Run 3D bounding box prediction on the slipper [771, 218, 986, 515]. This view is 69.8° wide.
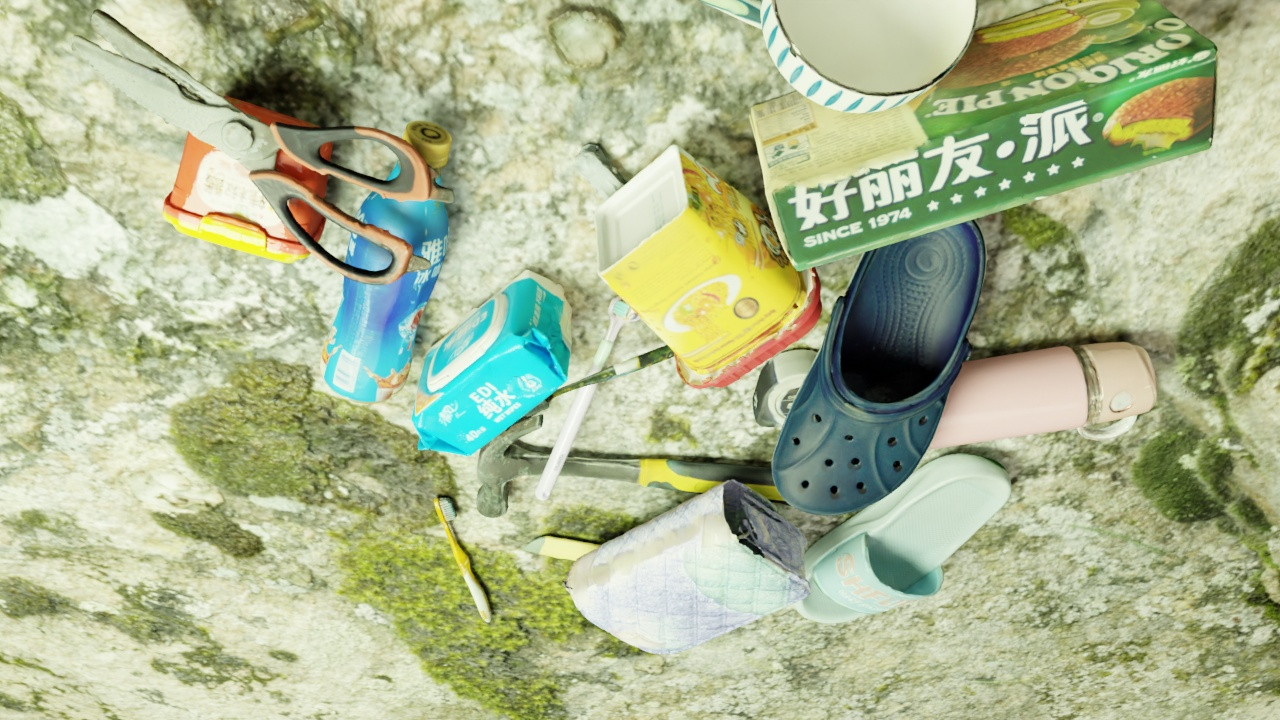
[{"bbox_3d":[0.173,0.010,0.646,0.105,0.095,0.253,23,109,9],"label":"slipper"}]

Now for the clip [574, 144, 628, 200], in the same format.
[{"bbox_3d":[-0.022,-0.121,0.620,0.026,0.041,0.058,-29,120,25],"label":"clip"}]

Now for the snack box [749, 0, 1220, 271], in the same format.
[{"bbox_3d":[0.190,-0.140,0.545,0.240,0.114,0.063,-16,128,12],"label":"snack box"}]

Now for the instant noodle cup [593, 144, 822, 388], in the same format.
[{"bbox_3d":[0.039,-0.064,0.601,0.116,0.116,0.123,-35,128,25],"label":"instant noodle cup"}]

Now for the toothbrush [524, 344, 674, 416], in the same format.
[{"bbox_3d":[-0.004,0.004,0.693,0.185,0.017,0.012,-21,110,-6],"label":"toothbrush"}]

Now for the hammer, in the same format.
[{"bbox_3d":[0.021,0.099,0.800,0.323,0.031,0.126,6,131,-6],"label":"hammer"}]

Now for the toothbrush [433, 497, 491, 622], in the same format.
[{"bbox_3d":[-0.168,0.197,0.892,0.018,0.016,0.192,-13,129,-2],"label":"toothbrush"}]

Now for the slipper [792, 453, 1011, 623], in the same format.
[{"bbox_3d":[0.242,0.179,0.845,0.104,0.074,0.246,26,124,-22],"label":"slipper"}]

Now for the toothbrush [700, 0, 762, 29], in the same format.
[{"bbox_3d":[0.034,-0.216,0.540,0.191,0.018,0.016,16,128,-14],"label":"toothbrush"}]

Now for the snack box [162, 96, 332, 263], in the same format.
[{"bbox_3d":[-0.245,-0.117,0.586,0.091,0.082,0.080,16,115,-15],"label":"snack box"}]

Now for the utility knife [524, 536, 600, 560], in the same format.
[{"bbox_3d":[-0.014,0.197,0.891,0.198,0.020,0.031,17,133,-7],"label":"utility knife"}]

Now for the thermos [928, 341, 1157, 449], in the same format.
[{"bbox_3d":[0.295,0.036,0.727,0.199,0.067,0.087,-9,123,5],"label":"thermos"}]

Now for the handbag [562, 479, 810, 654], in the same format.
[{"bbox_3d":[0.044,0.187,0.817,0.194,0.075,0.134,-33,126,30],"label":"handbag"}]

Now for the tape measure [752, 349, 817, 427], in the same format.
[{"bbox_3d":[0.128,0.024,0.737,0.065,0.033,0.066,6,132,-8],"label":"tape measure"}]

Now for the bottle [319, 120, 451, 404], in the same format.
[{"bbox_3d":[-0.173,-0.065,0.637,0.065,0.065,0.219,16,127,-14],"label":"bottle"}]

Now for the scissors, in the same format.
[{"bbox_3d":[-0.212,-0.133,0.537,0.197,0.015,0.205,-16,112,-5],"label":"scissors"}]

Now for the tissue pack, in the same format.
[{"bbox_3d":[-0.110,0.002,0.677,0.140,0.089,0.063,-36,122,25],"label":"tissue pack"}]

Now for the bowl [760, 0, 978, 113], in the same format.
[{"bbox_3d":[0.121,-0.192,0.517,0.116,0.116,0.066,7,172,-7],"label":"bowl"}]

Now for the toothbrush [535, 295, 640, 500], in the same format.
[{"bbox_3d":[-0.045,0.035,0.722,0.029,0.021,0.189,14,114,-25],"label":"toothbrush"}]
